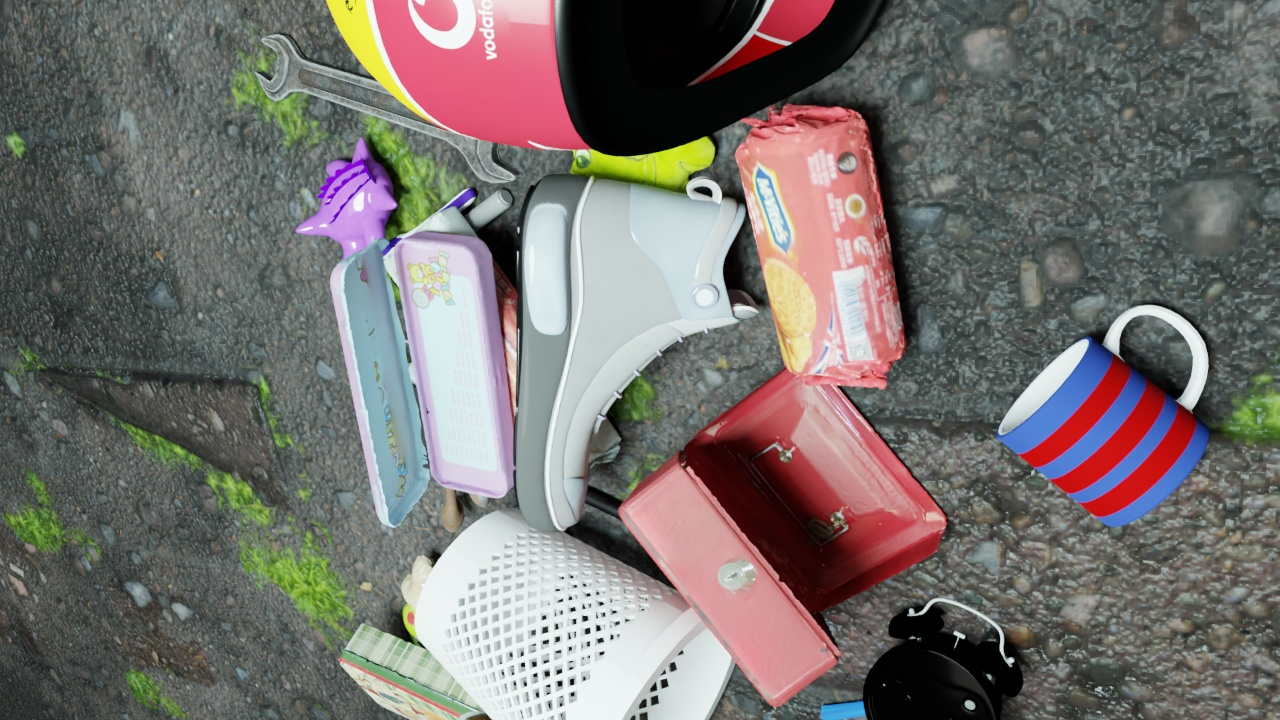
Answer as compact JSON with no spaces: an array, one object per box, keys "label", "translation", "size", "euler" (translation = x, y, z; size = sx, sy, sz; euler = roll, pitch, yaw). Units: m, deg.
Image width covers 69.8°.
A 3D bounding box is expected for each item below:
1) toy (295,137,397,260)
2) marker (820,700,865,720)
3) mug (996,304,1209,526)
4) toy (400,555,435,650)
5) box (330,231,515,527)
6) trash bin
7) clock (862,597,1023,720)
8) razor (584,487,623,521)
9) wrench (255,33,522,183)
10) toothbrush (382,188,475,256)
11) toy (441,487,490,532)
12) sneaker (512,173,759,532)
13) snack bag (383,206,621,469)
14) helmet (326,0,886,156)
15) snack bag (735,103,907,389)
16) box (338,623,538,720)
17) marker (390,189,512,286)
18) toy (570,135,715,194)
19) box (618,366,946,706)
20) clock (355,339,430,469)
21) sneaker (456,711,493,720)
[{"label":"toy","translation":[-0.228,-0.123,0.726],"size":[0.088,0.055,0.106],"euler":[-41,67,26]},{"label":"marker","translation":[0.195,0.250,0.673],"size":[0.142,0.013,0.013],"euler":[-25,97,35]},{"label":"mug","translation":[0.266,0.025,0.506],"size":[0.076,0.075,0.112],"euler":[40,98,9]},{"label":"toy","translation":[-0.188,0.237,0.866],"size":[0.092,0.043,0.118],"euler":[12,119,27]},{"label":"box","translation":[-0.158,0.020,0.666],"size":[0.089,0.092,0.214],"euler":[9,119,22]},{"label":"trash bin","translation":[-0.057,0.221,0.711],"size":[0.200,0.194,0.196],"euler":[28,122,28]},{"label":"clock","translation":[0.206,0.220,0.625],"size":[0.091,0.042,0.121],"euler":[22,110,29]},{"label":"razor","translation":[-0.050,0.110,0.749],"size":[0.144,0.043,0.022],"euler":[16,74,18]},{"label":"wrench","translation":[-0.194,-0.199,0.704],"size":[0.273,0.010,0.070],"euler":[22,120,21]},{"label":"toothbrush","translation":[-0.196,-0.094,0.747],"size":[0.187,0.015,0.016],"euler":[-23,103,34]},{"label":"toy","translation":[-0.144,0.096,0.782],"size":[0.054,0.041,0.102],"euler":[-2,126,-10]},{"label":"sneaker","translation":[-0.005,0.004,0.624],"size":[0.160,0.093,0.257],"euler":[2,112,-1]},{"label":"snack bag","translation":[-0.106,-0.007,0.708],"size":[0.078,0.041,0.225],"euler":[-30,101,34]},{"label":"helmet","translation":[-0.033,-0.222,0.474],"size":[0.225,0.270,0.198],"euler":[39,142,35]},{"label":"snack bag","translation":[0.112,-0.067,0.548],"size":[0.082,0.082,0.176],"euler":[-5,109,31]},{"label":"box","translation":[-0.181,0.320,0.868],"size":[0.206,0.049,0.118],"euler":[13,147,23]},{"label":"marker","translation":[-0.150,-0.095,0.719],"size":[0.141,0.016,0.016],"euler":[-28,95,35]},{"label":"toy","translation":[-0.003,-0.140,0.605],"size":[0.093,0.036,0.094],"euler":[40,127,-2]},{"label":"box","translation":[0.076,0.119,0.596],"size":[0.157,0.164,0.152],"euler":[49,130,3]},{"label":"clock","translation":[-0.200,0.038,0.794],"size":[0.095,0.035,0.123],"euler":[12,115,25]},{"label":"sneaker","translation":[-0.108,0.385,0.758],"size":[0.121,0.127,0.295],"euler":[38,163,40]}]
